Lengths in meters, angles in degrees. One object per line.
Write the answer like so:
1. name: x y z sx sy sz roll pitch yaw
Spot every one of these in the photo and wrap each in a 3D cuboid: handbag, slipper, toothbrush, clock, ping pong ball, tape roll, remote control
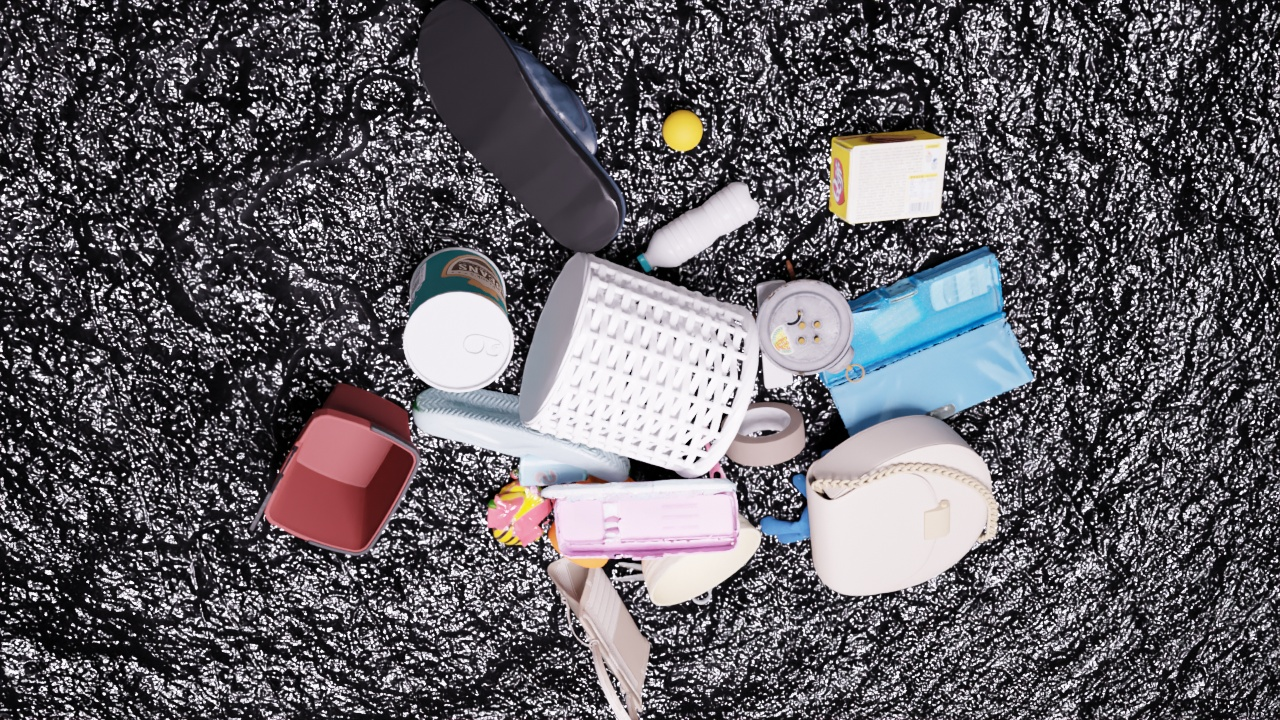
1. handbag: 0.296 0.166 1.068 0.208 0.103 0.211 -17 123 -7
2. slipper: -0.130 0.089 1.005 0.245 0.104 0.074 15 112 -11
3. toothbrush: 0.090 0.132 1.111 0.021 0.016 0.135 -19 115 -2
4. clock: 0.188 -0.029 1.005 0.148 0.056 0.104 42 101 -5
5. ping pong ball: 0.043 -0.232 0.926 0.040 0.040 0.040 -4 114 -10
6. tape roll: 0.141 0.084 1.056 0.093 0.093 0.030 -14 115 -5
7. slipper: -0.103 -0.228 0.885 0.109 0.083 0.265 -34 100 37
8. remote control: 0.154 -0.030 1.054 0.033 0.012 0.131 -10 115 -4
9. handbag: -0.034 0.347 1.080 0.062 0.197 0.176 -27 116 1

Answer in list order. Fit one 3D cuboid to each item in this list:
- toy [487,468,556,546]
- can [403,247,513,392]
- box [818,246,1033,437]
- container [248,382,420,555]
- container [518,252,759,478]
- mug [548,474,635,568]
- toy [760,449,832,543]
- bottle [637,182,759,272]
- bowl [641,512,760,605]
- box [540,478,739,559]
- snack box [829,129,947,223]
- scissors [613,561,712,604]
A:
1. toy: -0.139 0.177 1.072 0.084 0.046 0.104 2 118 -27
2. can: -0.180 -0.044 0.908 0.099 0.144 0.099 -4 114 -10
3. box: 0.322 -0.014 1.071 0.231 0.060 0.175 -21 100 -1
4. container: -0.304 0.121 0.925 0.127 0.200 0.148 27 106 -20
5. container: -0.006 0.005 0.941 0.186 0.189 0.189 18 109 -17
6. mug: -0.039 0.183 1.080 0.112 0.077 0.096 15 111 -41
7. toy: 0.224 0.164 1.126 0.176 0.071 0.112 -45 125 10
8. bottle: 0.059 -0.137 0.969 0.136 0.044 0.044 -32 116 4
9. bowl: 0.061 0.219 1.097 0.150 0.075 0.151 -24 148 -16
10. box: 0.002 0.165 0.966 0.201 0.101 0.111 -3 98 7
11. snack box: 0.260 -0.196 0.974 0.105 0.061 0.084 -7 115 -8
12. scissors: 0.051 0.262 1.162 0.153 0.014 0.131 38 102 -26
